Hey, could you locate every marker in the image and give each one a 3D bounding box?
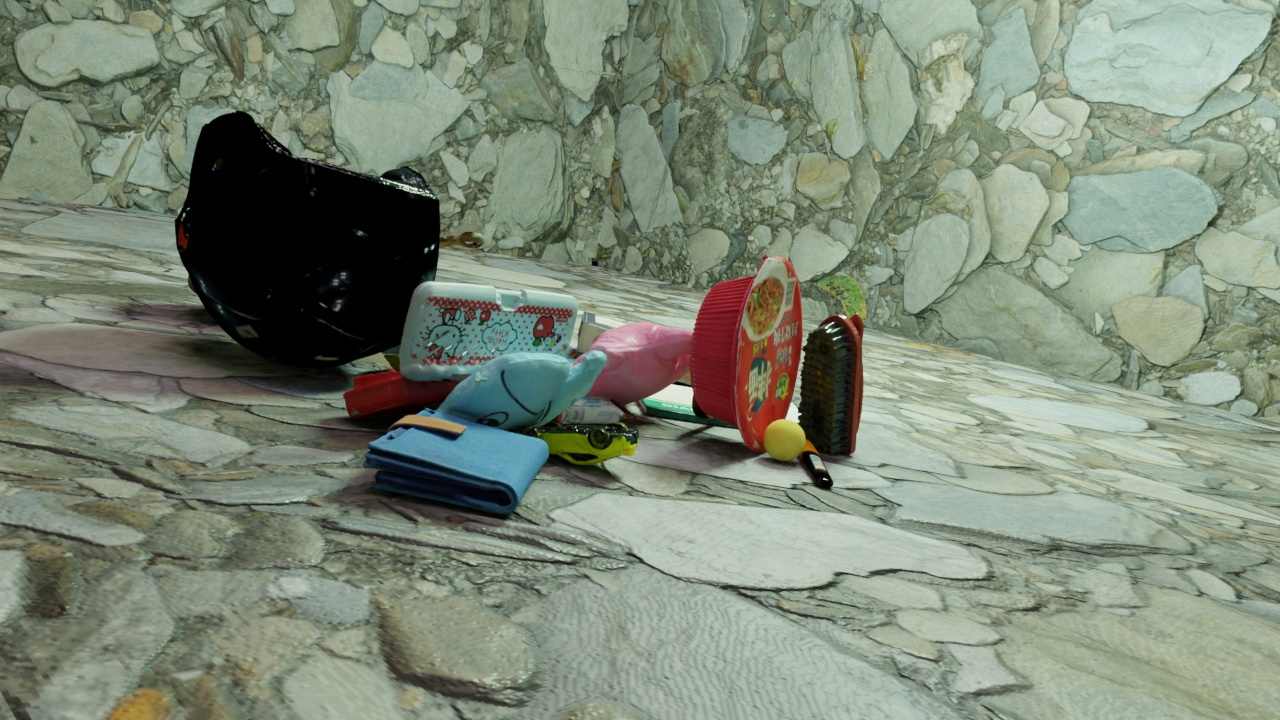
[{"bbox_3d":[0.163,0.097,0.864,0.018,0.015,0.123,14,11,-3],"label":"marker"}]

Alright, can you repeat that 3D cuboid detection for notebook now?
[{"bbox_3d":[0.098,0.057,1.067,0.209,0.012,0.150,9,10,-9],"label":"notebook"}]

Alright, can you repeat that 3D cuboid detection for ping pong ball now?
[{"bbox_3d":[0.137,0.076,0.876,0.040,0.040,0.040,10,8,-2],"label":"ping pong ball"}]

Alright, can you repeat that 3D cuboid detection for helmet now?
[{"bbox_3d":[-0.329,-0.104,0.913,0.275,0.230,0.233,-13,-13,34],"label":"helmet"}]

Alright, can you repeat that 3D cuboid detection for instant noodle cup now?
[{"bbox_3d":[0.102,-0.010,0.904,0.066,0.194,0.193,8,7,27],"label":"instant noodle cup"}]

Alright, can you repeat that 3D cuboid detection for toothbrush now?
[{"bbox_3d":[-0.130,-0.024,1.310,0.021,0.029,0.189,-34,24,-17],"label":"toothbrush"}]

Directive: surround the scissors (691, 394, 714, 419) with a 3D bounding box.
[{"bbox_3d":[0.105,0.016,1.024,0.015,0.192,0.206,13,39,23],"label":"scissors"}]

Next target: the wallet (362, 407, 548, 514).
[{"bbox_3d":[-0.125,0.067,0.646,0.106,0.040,0.133,15,8,2],"label":"wallet"}]

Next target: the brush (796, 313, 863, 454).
[{"bbox_3d":[0.205,0.022,0.960,0.069,0.146,0.063,-15,23,-38],"label":"brush"}]

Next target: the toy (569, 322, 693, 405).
[{"bbox_3d":[-0.006,0.006,0.971,0.178,0.074,0.195,-9,-13,-26],"label":"toy"}]

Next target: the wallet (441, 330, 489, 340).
[{"bbox_3d":[-0.260,-0.046,1.136,0.122,0.020,0.096,16,9,17],"label":"wallet"}]

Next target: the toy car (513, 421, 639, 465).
[{"bbox_3d":[-0.053,0.067,0.746,0.105,0.032,0.048,1,3,21],"label":"toy car"}]

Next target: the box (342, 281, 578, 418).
[{"bbox_3d":[-0.143,0.001,0.798,0.073,0.155,0.200,53,27,21],"label":"box"}]

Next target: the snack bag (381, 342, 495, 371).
[{"bbox_3d":[-0.188,0.000,1.019,0.110,0.039,0.190,8,5,25],"label":"snack bag"}]

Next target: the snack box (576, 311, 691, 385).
[{"bbox_3d":[0.002,-0.018,1.269,0.178,0.046,0.182,16,7,-4],"label":"snack box"}]

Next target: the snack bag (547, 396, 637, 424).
[{"bbox_3d":[-0.056,0.048,0.884,0.104,0.026,0.048,4,17,-40],"label":"snack bag"}]

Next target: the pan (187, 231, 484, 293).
[{"bbox_3d":[-0.367,-0.115,1.117,0.357,0.078,0.198,0,-11,5],"label":"pan"}]

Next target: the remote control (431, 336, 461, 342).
[{"bbox_3d":[-0.278,-0.027,1.135,0.125,0.024,0.049,12,8,15],"label":"remote control"}]

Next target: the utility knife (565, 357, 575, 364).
[{"bbox_3d":[-0.036,0.013,1.195,0.179,0.013,0.029,10,10,-26],"label":"utility knife"}]

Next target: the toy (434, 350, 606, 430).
[{"bbox_3d":[-0.100,0.027,0.765,0.161,0.050,0.156,-30,-21,-8],"label":"toy"}]
